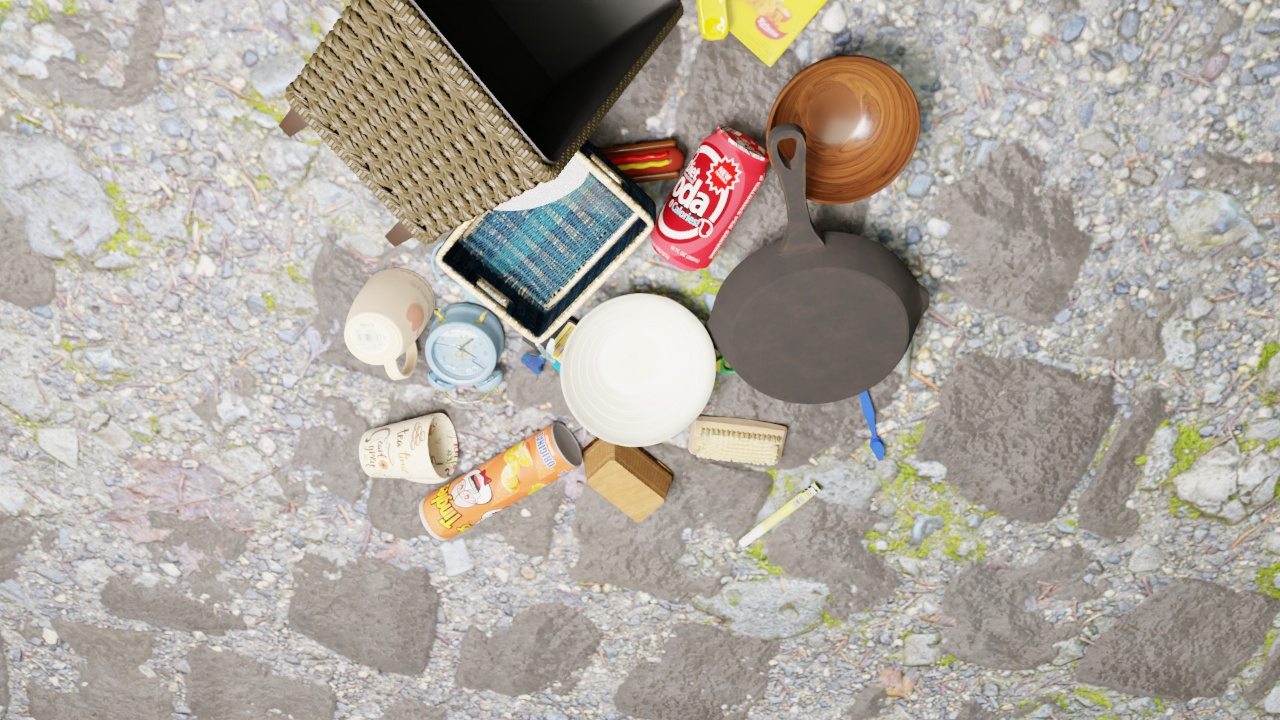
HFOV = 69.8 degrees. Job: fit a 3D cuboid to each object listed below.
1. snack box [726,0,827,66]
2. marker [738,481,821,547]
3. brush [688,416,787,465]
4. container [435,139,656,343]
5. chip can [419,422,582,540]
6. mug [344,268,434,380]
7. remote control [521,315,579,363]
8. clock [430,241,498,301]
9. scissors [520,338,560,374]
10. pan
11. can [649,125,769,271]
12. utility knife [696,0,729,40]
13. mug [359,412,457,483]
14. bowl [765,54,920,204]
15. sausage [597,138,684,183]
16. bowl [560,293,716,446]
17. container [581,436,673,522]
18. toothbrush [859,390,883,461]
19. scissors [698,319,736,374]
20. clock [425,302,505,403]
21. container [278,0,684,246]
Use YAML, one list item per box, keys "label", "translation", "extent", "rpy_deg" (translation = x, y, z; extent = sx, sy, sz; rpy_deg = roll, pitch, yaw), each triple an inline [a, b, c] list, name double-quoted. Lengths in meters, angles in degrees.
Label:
- label: "snack box"
  translation: [0.079, -0.379, 0.858]
  extent: [0.200, 0.042, 0.092]
  rpy_deg: [37, 114, -16]
- label: "marker"
  translation: [0.179, 0.200, 1.183]
  extent: [0.014, 0.014, 0.133]
  rpy_deg: [41, 113, -18]
- label: "brush"
  translation: [0.118, 0.100, 1.118]
  extent: [0.117, 0.039, 0.049]
  rpy_deg: [6, 117, -2]
- label: "container"
  translation: [-0.095, -0.132, 0.936]
  extent: [0.145, 0.071, 0.188]
  rpy_deg: [40, 112, -16]
- label: "chip can"
  translation: [-0.175, 0.152, 1.144]
  extent: [0.211, 0.062, 0.062]
  rpy_deg: [-30, 113, 17]
- label: "mug"
  translation: [-0.278, -0.033, 1.024]
  extent: [0.085, 0.104, 0.111]
  rpy_deg: [-10, 116, 8]
- label: "remote control"
  translation: [-0.069, -0.011, 1.079]
  extent: [0.133, 0.013, 0.058]
  rpy_deg: [34, 115, -15]
- label: "clock"
  translation: [-0.171, -0.105, 1.017]
  extent: [0.123, 0.042, 0.087]
  rpy_deg: [4, 118, -2]
- label: "scissors"
  translation: [-0.117, -0.006, 1.041]
  extent: [0.086, 0.015, 0.135]
  rpy_deg: [14, 161, 19]
- label: "pan"
  translation: [0.177, -0.081, 0.964]
  extent: [0.249, 0.043, 0.356]
  rpy_deg: [-9, 131, 11]
- label: "can"
  translation: [0.071, -0.166, 0.955]
  extent: [0.074, 0.074, 0.143]
  rpy_deg: [27, 116, -12]
- label: "utility knife"
  translation: [0.058, -0.377, 0.824]
  extent: [0.029, 0.020, 0.171]
  rpy_deg: [-7, 119, 5]
- label: "mug"
  translation: [-0.280, 0.120, 1.137]
  extent: [0.097, 0.080, 0.122]
  rpy_deg: [-7, 145, 14]
- label: "bowl"
  translation: [0.196, -0.237, 0.913]
  extent: [0.147, 0.068, 0.147]
  rpy_deg: [1, 124, 1]
- label: "sausage"
  translation: [-0.031, -0.202, 0.960]
  extent: [0.156, 0.040, 0.040]
  rpy_deg: [-6, 118, 6]
- label: "bowl"
  translation: [-0.006, 0.006, 1.047]
  extent: [0.176, 0.058, 0.177]
  rpy_deg: [-2, 104, -10]
- label: "container"
  translation: [-0.017, 0.144, 1.134]
  extent: [0.114, 0.061, 0.063]
  rpy_deg: [41, 112, -18]
- label: "toothbrush"
  translation: [0.268, 0.043, 1.096]
  extent: [0.016, 0.011, 0.187]
  rpy_deg: [-16, 117, 10]
- label: "scissors"
  translation: [0.066, 0.004, 1.083]
  extent: [0.129, 0.012, 0.119]
  rpy_deg: [-31, 112, 16]
- label: "clock"
  translation: [-0.204, -0.005, 1.066]
  extent: [0.089, 0.051, 0.125]
  rpy_deg: [2, 118, -1]
- label: "container"
  translation: [-0.133, -0.255, 0.778]
  extent: [0.206, 0.319, 0.176]
  rpy_deg: [-24, 117, 39]
